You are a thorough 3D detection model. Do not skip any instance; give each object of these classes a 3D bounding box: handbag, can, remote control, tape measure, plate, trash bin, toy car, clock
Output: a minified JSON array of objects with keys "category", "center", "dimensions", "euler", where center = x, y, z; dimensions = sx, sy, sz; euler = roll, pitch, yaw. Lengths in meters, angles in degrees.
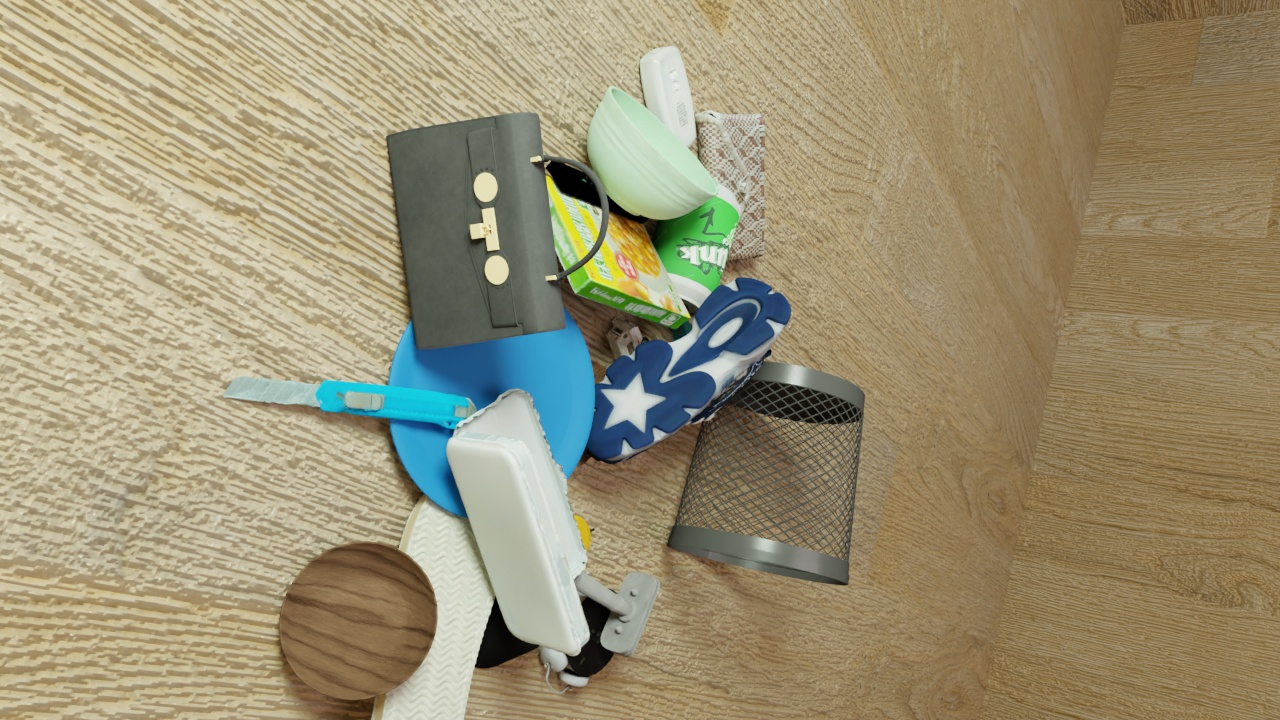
[{"category":"handbag","center":[-0.099,-0.104,0.717],"dimensions":[0.072,0.196,0.176],"euler":[-14,99,-49]},{"category":"can","center":[0.055,-0.126,1.031],"dimensions":[0.087,0.088,0.139],"euler":[34,69,-50]},{"category":"remote control","center":[0.032,-0.288,1.020],"dimensions":[0.060,0.028,0.114],"euler":[-45,130,-40]},{"category":"tape measure","center":[-0.078,0.189,0.958],"dimensions":[0.068,0.030,0.059],"euler":[-49,134,-37]},{"category":"plate","center":[-0.134,0.033,0.841],"dimensions":[0.223,0.024,0.224],"euler":[0,89,-43]},{"category":"remote control","center":[-0.040,-0.170,0.931],"dimensions":[0.013,0.034,0.149],"euler":[-44,155,21]},{"category":"trash bin","center":[0.162,0.137,1.124],"dimensions":[0.217,0.218,0.227],"euler":[31,68,-51]},{"category":"handbag","center":[0.116,-0.211,1.132],"dimensions":[0.123,0.047,0.186],"euler":[-18,110,-52]},{"category":"toy car","center":[-0.006,0.006,1.018],"dimensions":[0.039,0.039,0.113],"euler":[-34,126,-20]},{"category":"clock","center":[-0.065,0.299,0.990],"dimensions":[0.122,0.035,0.094],"euler":[-58,137,-27]}]

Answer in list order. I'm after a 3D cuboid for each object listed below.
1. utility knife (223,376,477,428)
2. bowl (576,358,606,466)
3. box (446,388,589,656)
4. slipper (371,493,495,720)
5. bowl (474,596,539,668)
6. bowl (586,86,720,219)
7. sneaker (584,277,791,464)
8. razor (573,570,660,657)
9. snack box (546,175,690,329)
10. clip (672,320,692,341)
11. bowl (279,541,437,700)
[{"category":"utility knife","center":[-0.220,0.034,0.732],"dimensions":[0.220,0.015,0.031],"euler":[9,81,-42]},{"category":"bowl","center":[-0.072,0.052,0.944],"dimensions":[0.102,0.026,0.114],"euler":[35,68,-51]},{"category":"box","center":[-0.083,0.137,0.796],"dimensions":[0.128,0.105,0.210],"euler":[-40,122,-40]},{"category":"slipper","center":[-0.181,0.233,0.800],"dimensions":[0.115,0.052,0.262],"euler":[28,60,-41]},{"category":"bowl","center":[-0.119,0.245,0.893],"dimensions":[0.123,0.053,0.124],"euler":[-13,106,-52]},{"category":"bowl","center":[0.001,-0.197,0.927],"dimensions":[0.077,0.151,0.150],"euler":[-44,148,20]},{"category":"sneaker","center":[0.052,0.032,0.989],"dimensions":[0.268,0.103,0.132],"euler":[-39,152,-19]},{"category":"razor","center":[-0.037,0.246,0.957],"dimensions":[0.116,0.047,0.088],"euler":[43,61,-39]},{"category":"snack box","center":[-0.028,-0.105,0.911],"dimensions":[0.167,0.027,0.132],"euler":[16,43,-53]},{"category":"clip","center":[0.065,-0.039,1.114],"dimensions":[0.120,0.033,0.122],"euler":[-37,124,-48]},{"category":"bowl","center":[-0.221,0.205,0.729],"dimensions":[0.032,0.119,0.119],"euler":[120,-8,-72]}]
